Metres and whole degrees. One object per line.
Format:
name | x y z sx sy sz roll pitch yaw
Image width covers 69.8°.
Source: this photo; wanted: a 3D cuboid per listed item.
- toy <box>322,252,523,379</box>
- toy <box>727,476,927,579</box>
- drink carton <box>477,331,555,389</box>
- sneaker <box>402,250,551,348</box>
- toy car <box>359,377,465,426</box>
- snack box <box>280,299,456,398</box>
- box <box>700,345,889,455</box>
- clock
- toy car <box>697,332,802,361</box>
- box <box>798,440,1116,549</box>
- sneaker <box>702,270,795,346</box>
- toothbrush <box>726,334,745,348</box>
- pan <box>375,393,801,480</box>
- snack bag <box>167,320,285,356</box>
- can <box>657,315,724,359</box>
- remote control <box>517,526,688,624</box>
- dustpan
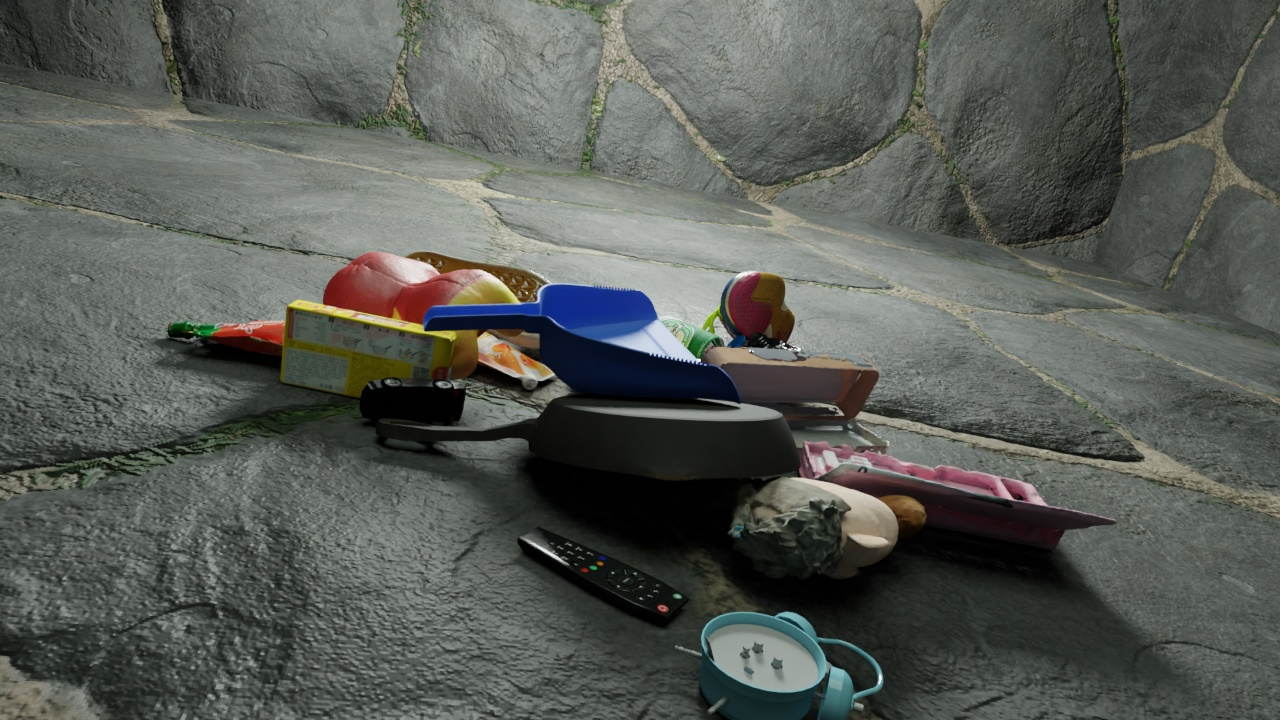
toy | -0.230 -0.053 0.938 0.216 0.099 0.147 14 33 30
toy | 0.144 0.128 0.699 0.175 0.076 0.133 1 6 -26
drink carton | -0.151 -0.004 0.986 0.122 0.039 0.069 24 19 16
sneaker | -0.177 -0.062 1.065 0.236 0.079 0.087 18 60 21
toy car | -0.201 0.034 0.811 0.091 0.042 0.036 3 22 -25
snack box | -0.250 -0.003 0.842 0.152 0.075 0.025 12 17 -1
box | 0.157 0.038 0.953 0.216 0.107 0.094 3 8 -28
clock | 0.089 0.182 0.548 0.123 0.042 0.087 4 19 -19
toy car | 0.128 0.018 1.054 0.082 0.056 0.188 25 32 38
box | 0.266 0.125 0.816 0.233 0.059 0.179 12 1 0
sneaker | 0.126 -0.061 1.167 0.091 0.116 0.241 29 -3 22
toothbrush | 0.099 -0.002 1.015 0.021 0.016 0.132 -17 20 24
pan | -0.043 0.054 0.774 0.356 0.043 0.248 3 3 0
snack bag | -0.380 -0.023 0.894 0.155 0.044 0.087 4 7 -3
can | 0.054 -0.019 1.121 0.101 0.053 0.053 24 22 33
remote control | -0.029 0.146 0.632 0.125 0.010 0.039 21 20 25
dustpan | -0.068 -0.022 0.848 0.257 0.059 0.245 -3 21 -16
